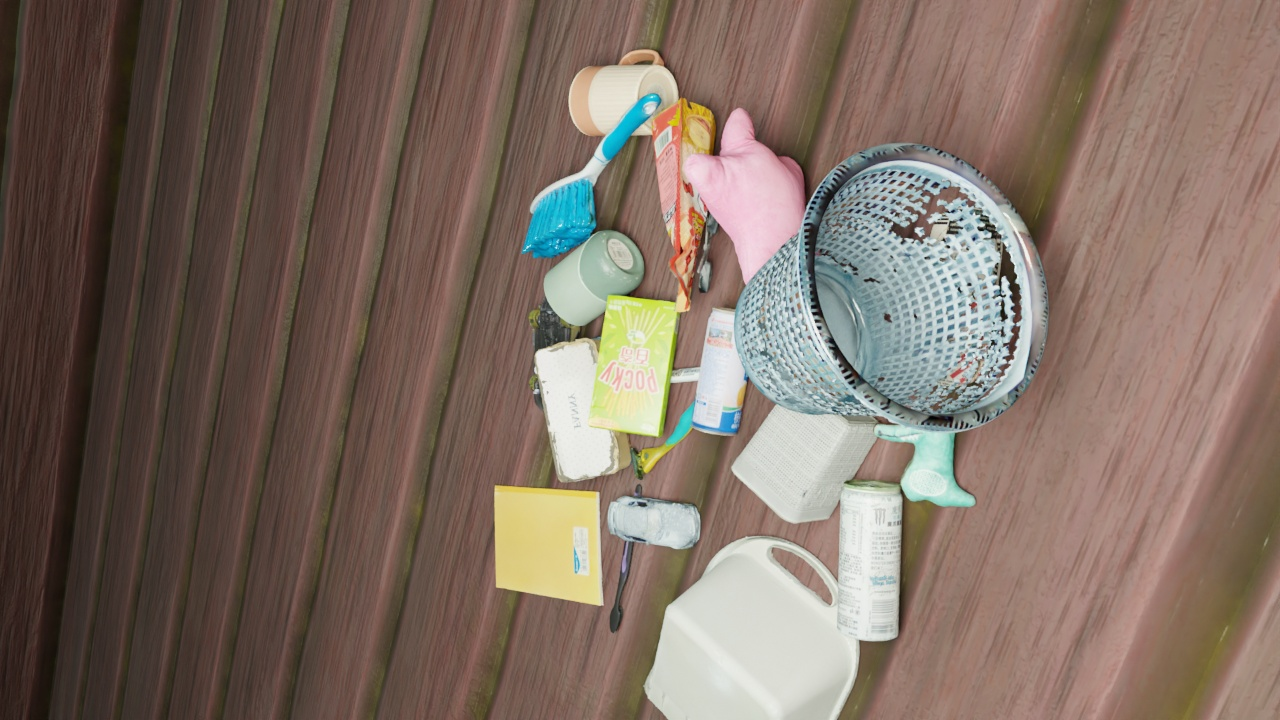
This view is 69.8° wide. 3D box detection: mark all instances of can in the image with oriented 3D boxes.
[{"bbox_3d":[0.092,0.011,1.002,0.053,0.053,0.134,16,100,41],"label":"can"},{"bbox_3d":[0.220,0.190,0.880,0.058,0.058,0.146,2,91,42],"label":"can"}]

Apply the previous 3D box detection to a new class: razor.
[{"bbox_3d":[0.034,0.088,1.071,0.133,0.028,0.043,-48,33,34],"label":"razor"}]

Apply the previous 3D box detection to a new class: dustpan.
[{"bbox_3d":[0.128,0.328,0.997,0.223,0.142,0.258,37,143,36],"label":"dustpan"}]

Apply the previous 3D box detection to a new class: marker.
[{"bbox_3d":[0.031,0.019,1.083,0.146,0.016,0.017,-6,85,42],"label":"marker"}]

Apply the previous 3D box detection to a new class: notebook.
[{"bbox_3d":[-0.128,0.244,1.230,0.207,0.010,0.146,-5,86,42],"label":"notebook"}]

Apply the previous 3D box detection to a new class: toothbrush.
[{"bbox_3d":[-0.016,0.244,1.129,0.014,0.016,0.189,13,95,30],"label":"toothbrush"}]

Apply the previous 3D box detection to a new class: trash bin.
[{"bbox_3d":[0.186,-0.041,0.777,0.195,0.226,0.226,152,111,-67],"label":"trash bin"}]

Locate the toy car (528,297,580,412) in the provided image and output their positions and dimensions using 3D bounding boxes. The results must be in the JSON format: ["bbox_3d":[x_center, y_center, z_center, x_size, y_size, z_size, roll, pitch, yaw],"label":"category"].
[{"bbox_3d":[-0.110,-0.009,1.194,0.070,0.042,0.158,3,90,40],"label":"toy car"}]

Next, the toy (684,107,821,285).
[{"bbox_3d":[0.127,-0.152,0.915,0.075,0.178,0.194,-17,112,43],"label":"toy"}]

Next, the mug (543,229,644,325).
[{"bbox_3d":[-0.053,-0.113,1.126,0.107,0.082,0.111,-34,36,37],"label":"mug"}]

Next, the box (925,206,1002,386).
[{"bbox_3d":[0.285,-0.057,0.829,0.070,0.055,0.164,6,94,27],"label":"box"}]

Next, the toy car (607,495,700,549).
[{"bbox_3d":[0.015,0.190,1.081,0.121,0.036,0.054,1,89,35],"label":"toy car"}]

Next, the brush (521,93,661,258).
[{"bbox_3d":[-0.064,-0.211,1.105,0.315,0.060,0.109,-17,69,58],"label":"brush"}]

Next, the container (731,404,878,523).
[{"bbox_3d":[0.168,0.087,0.910,0.090,0.090,0.114,43,114,34],"label":"container"}]

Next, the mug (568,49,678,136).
[{"bbox_3d":[-0.012,-0.321,1.093,0.106,0.081,0.114,13,69,40],"label":"mug"}]

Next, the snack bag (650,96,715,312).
[{"bbox_3d":[0.045,-0.170,0.993,0.073,0.129,0.207,0,71,4],"label":"snack bag"}]

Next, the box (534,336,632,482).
[{"bbox_3d":[-0.071,0.053,1.121,0.090,0.060,0.184,-10,85,17],"label":"box"}]

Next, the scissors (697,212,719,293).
[{"bbox_3d":[0.070,-0.120,0.974,0.014,0.177,0.160,9,137,7],"label":"scissors"}]

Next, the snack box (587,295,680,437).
[{"bbox_3d":[-0.006,0.006,1.063,0.086,0.026,0.156,8,86,12],"label":"snack box"}]

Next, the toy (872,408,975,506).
[{"bbox_3d":[0.265,0.088,0.856,0.096,0.030,0.092,5,90,22],"label":"toy"}]
